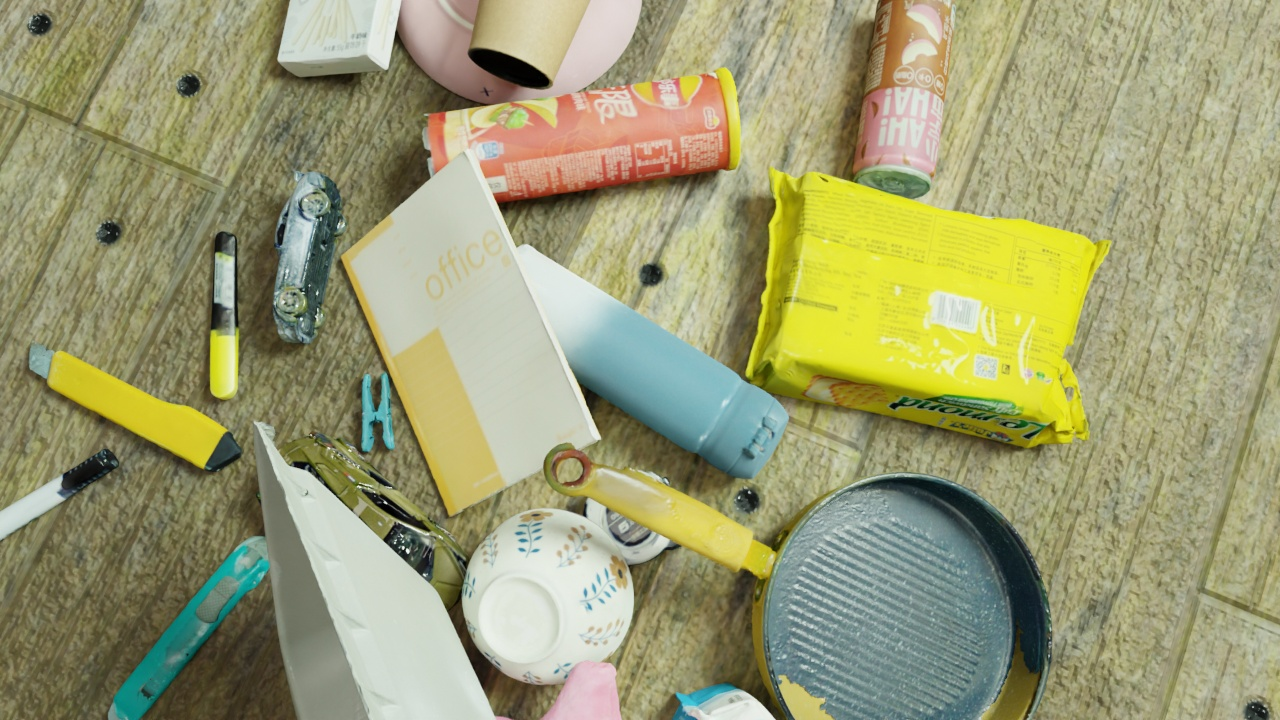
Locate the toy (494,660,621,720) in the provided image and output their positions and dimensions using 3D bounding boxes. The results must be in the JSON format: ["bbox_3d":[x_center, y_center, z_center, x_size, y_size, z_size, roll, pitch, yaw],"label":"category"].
[{"bbox_3d":[-0.059,0.266,0.564,0.178,0.074,0.195,33,103,15],"label":"toy"}]

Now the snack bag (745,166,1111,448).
[{"bbox_3d":[0.196,-0.037,0.636,0.246,0.068,0.158,12,80,0],"label":"snack bag"}]

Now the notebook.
[{"bbox_3d":[-0.120,-0.014,0.612,0.146,0.010,0.206,-29,81,32],"label":"notebook"}]

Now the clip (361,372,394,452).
[{"bbox_3d":[-0.185,0.036,0.642,0.046,0.014,0.057,-3,79,0],"label":"clip"}]

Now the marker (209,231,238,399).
[{"bbox_3d":[-0.295,-0.033,0.652,0.018,0.015,0.124,-5,77,-3],"label":"marker"}]

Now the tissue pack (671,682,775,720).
[{"bbox_3d":[0.074,0.267,0.569,0.063,0.090,0.140,-37,83,-12],"label":"tissue pack"}]

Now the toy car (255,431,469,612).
[{"bbox_3d":[-0.184,0.113,0.616,0.158,0.042,0.070,38,82,2],"label":"toy car"}]

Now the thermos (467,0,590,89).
[{"bbox_3d":[-0.067,-0.264,0.622,0.093,0.093,0.143,19,88,2],"label":"thermos"}]

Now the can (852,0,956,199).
[{"bbox_3d":[0.192,-0.195,0.667,0.058,0.058,0.147,10,80,0],"label":"can"}]

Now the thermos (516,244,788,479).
[{"bbox_3d":[-0.004,0.004,0.624,0.220,0.070,0.070,32,81,5],"label":"thermos"}]

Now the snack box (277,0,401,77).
[{"bbox_3d":[-0.212,-0.288,0.675,0.085,0.027,0.156,4,80,23],"label":"snack box"}]

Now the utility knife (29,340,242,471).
[{"bbox_3d":[-0.354,0.030,0.639,0.173,0.015,0.033,27,75,5],"label":"utility knife"}]

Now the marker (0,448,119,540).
[{"bbox_3d":[-0.417,0.101,0.622,0.130,0.023,0.018,-33,88,-7],"label":"marker"}]

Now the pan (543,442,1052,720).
[{"bbox_3d":[0.100,0.136,0.571,0.357,0.078,0.197,25,77,-6],"label":"pan"}]

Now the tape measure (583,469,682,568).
[{"bbox_3d":[-0.006,0.107,0.624,0.065,0.033,0.066,-21,84,-5],"label":"tape measure"}]

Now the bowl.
[{"bbox_3d":[-0.065,0.155,0.583,0.113,0.062,0.113,0,92,13],"label":"bowl"}]

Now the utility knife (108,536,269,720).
[{"bbox_3d":[-0.300,0.181,0.615,0.029,0.013,0.160,37,81,6],"label":"utility knife"}]

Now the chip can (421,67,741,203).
[{"bbox_3d":[-0.040,-0.154,0.649,0.216,0.073,0.073,-10,81,-3],"label":"chip can"}]

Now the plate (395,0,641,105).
[{"bbox_3d":[-0.094,-0.287,0.686,0.192,0.039,0.192,0,80,-1],"label":"plate"}]

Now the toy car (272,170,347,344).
[{"bbox_3d":[-0.234,-0.072,0.639,0.037,0.054,0.120,7,81,-3],"label":"toy car"}]

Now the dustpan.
[{"bbox_3d":[-0.164,0.202,0.489,0.142,0.258,0.222,-32,58,-5],"label":"dustpan"}]
